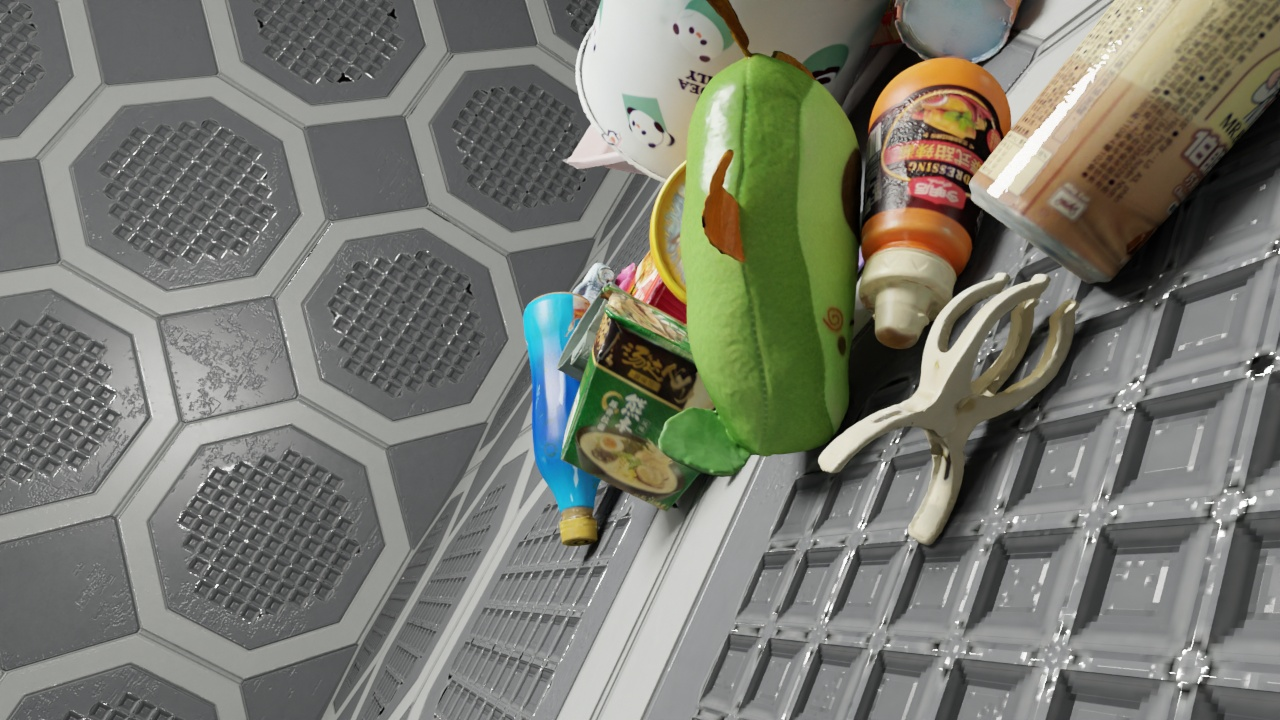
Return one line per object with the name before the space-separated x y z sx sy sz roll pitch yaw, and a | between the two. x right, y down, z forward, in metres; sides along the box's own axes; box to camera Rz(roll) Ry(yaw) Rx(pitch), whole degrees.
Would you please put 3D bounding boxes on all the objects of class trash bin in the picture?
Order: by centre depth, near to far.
trash bin | 0.082 -0.286 0.677 0.252 0.229 0.229 114 -178 -61

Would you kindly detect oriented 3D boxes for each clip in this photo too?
clip | 0.113 0.014 0.326 0.100 0.070 0.034 -52 11 -1

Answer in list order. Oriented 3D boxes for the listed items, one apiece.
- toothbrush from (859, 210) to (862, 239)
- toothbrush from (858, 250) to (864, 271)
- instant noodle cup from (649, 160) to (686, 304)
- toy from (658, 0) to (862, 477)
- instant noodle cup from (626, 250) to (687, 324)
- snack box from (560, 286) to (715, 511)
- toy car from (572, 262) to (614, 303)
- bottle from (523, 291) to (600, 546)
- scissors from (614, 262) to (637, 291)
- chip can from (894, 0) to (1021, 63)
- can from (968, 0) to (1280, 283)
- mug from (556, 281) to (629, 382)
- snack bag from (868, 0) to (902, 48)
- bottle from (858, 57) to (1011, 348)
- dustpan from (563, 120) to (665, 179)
toothbrush | 0.142 -0.096 0.566 0.186 0.017 0.012 -54 18 24
toothbrush | 0.099 -0.009 0.547 0.189 0.016 0.014 -55 21 0
instant noodle cup | 0.062 -0.085 0.665 0.118 0.118 0.114 -59 3 -3
toy | 0.065 -0.066 0.457 0.226 0.090 0.246 15 -108 -64
instant noodle cup | 0.011 -0.038 0.895 0.194 0.066 0.193 -57 10 15
snack box | 0.003 0.027 0.606 0.106 0.117 0.118 -61 6 10
toy car | -0.053 -0.057 0.896 0.043 0.034 0.090 -49 20 54
bottle | -0.063 0.049 0.789 0.065 0.065 0.218 136 133 -54
scissors | -0.036 -0.038 0.897 0.134 0.017 0.133 -42 22 50
chip can | 0.225 -0.285 0.578 0.214 0.071 0.071 -63 11 -24
can | 0.167 -0.086 0.299 0.116 0.058 0.058 -55 11 20
mug | -0.004 0.004 0.733 0.084 0.103 0.123 -55 11 17
snack bag | 0.218 -0.311 0.758 0.128 0.073 0.208 -57 17 5
bottle | 0.133 -0.072 0.432 0.067 0.066 0.149 -40 28 61
dustpan | 0.072 -0.312 1.037 0.139 0.273 0.222 91 -162 -56
